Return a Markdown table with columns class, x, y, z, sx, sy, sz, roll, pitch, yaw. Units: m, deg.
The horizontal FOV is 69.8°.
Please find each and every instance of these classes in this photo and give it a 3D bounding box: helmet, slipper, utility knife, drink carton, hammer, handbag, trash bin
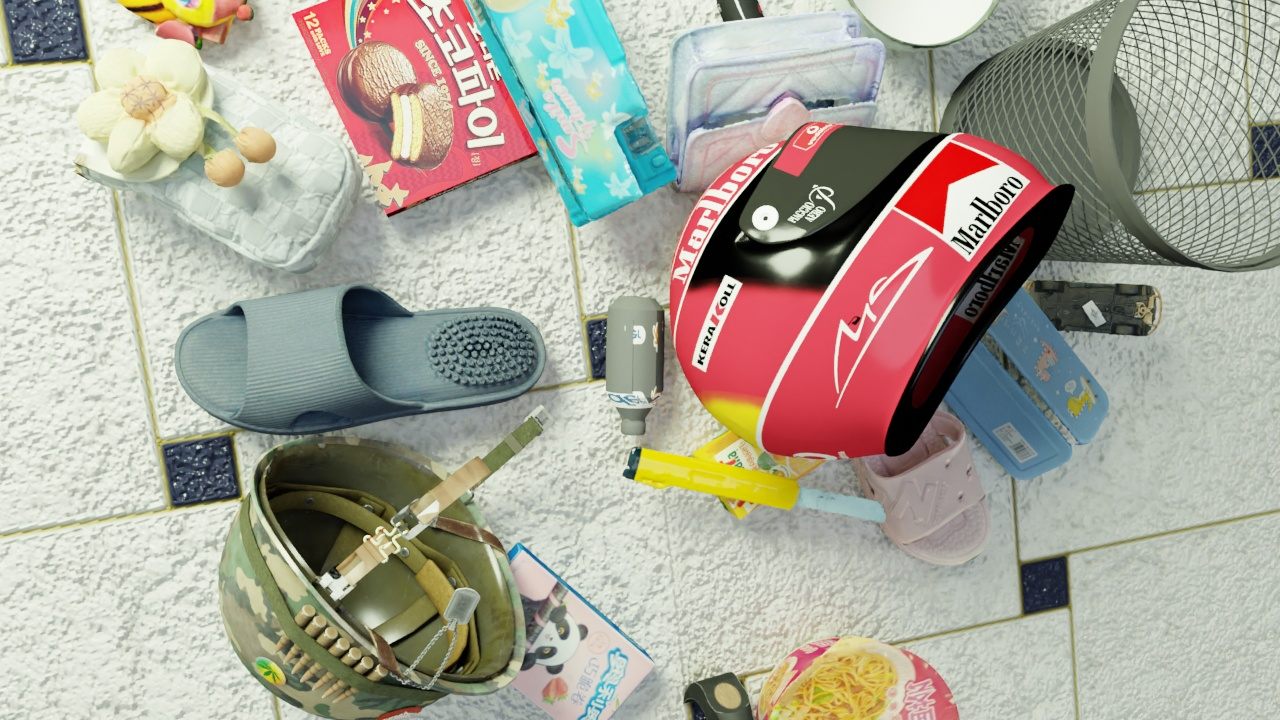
| class | x | y | z | sx | sy | sz | roll | pitch | yaw |
| --- | --- | --- | --- | --- | --- | --- | --- | --- | --- |
| helmet | 0.140 | -0.061 | 0.676 | 0.225 | 0.197 | 0.271 | 34 | 90 | 25 |
| slipper | 0.231 | 0.081 | 0.787 | 0.094 | 0.064 | 0.239 | -33 | 100 | -8 |
| utility knife | 0.096 | 0.104 | 0.738 | 0.227 | 0.019 | 0.030 | 13 | 97 | -9 |
| drink carton | 0.107 | 0.076 | 0.770 | 0.122 | 0.041 | 0.058 | -32 | 101 | -8 |
| slipper | -0.195 | -0.006 | 0.660 | 0.263 | 0.083 | 0.101 | -2 | 72 | -16 |
| hammer | 0.086 | 0.404 | 0.768 | 0.040 | 0.132 | 0.306 | -12 | 109 | -12 |
| handbag | 0.102 | -0.193 | 0.712 | 0.158 | 0.069 | 0.127 | -11 | 137 | -11 |
| trash bin | 0.376 | -0.176 | 0.713 | 0.217 | 0.227 | 0.218 | -1 | 95 | -13 |
| helmet | -0.170 | 0.139 | 0.631 | 0.224 | 0.192 | 0.237 | 31 | 109 | 7 |
| handbag | -0.281 | -0.138 | 0.621 | 0.171 | 0.123 | 0.112 | 29 | 82 | -8 |

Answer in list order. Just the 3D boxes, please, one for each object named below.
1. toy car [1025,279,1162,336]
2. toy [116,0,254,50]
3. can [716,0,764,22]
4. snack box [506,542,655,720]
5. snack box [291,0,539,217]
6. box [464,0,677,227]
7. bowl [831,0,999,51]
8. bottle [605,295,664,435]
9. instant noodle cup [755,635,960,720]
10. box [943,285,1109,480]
| class | x | y | z | sx | sy | sz | roll | pitch | yaw |
| --- | --- | --- | --- | --- | --- | --- | --- | --- | --- |
| toy car | 0.402 | -0.047 | 0.824 | 0.112 | 0.047 | 0.047 | 5 | 93 | 16 |
| toy | -0.319 | -0.264 | 0.643 | 0.103 | 0.046 | 0.084 | 10 | 99 | -10 |
| can | 0.090 | -0.260 | 0.741 | 0.031 | 0.031 | 0.080 | -26 | 100 | -10 |
| snack box | -0.072 | 0.230 | 0.746 | 0.154 | 0.033 | 0.088 | 44 | 84 | -13 |
| snack box | -0.161 | -0.205 | 0.687 | 0.132 | 0.036 | 0.152 | -25 | 100 | -10 |
| box | -0.039 | -0.221 | 0.644 | 0.097 | 0.117 | 0.227 | -32 | 102 | -27 |
| bowl | 0.213 | -0.323 | 0.743 | 0.153 | 0.073 | 0.153 | -1 | 95 | -12 |
| bottle | -0.004 | 0.004 | 0.736 | 0.047 | 0.047 | 0.112 | 0 | 95 | -13 |
| instant noodle cup | 0.175 | 0.317 | 0.788 | 0.178 | 0.078 | 0.178 | -1 | 94 | -12 |
| box | 0.317 | 0.005 | 0.797 | 0.122 | 0.047 | 0.209 | -42 | 104 | 9 |
